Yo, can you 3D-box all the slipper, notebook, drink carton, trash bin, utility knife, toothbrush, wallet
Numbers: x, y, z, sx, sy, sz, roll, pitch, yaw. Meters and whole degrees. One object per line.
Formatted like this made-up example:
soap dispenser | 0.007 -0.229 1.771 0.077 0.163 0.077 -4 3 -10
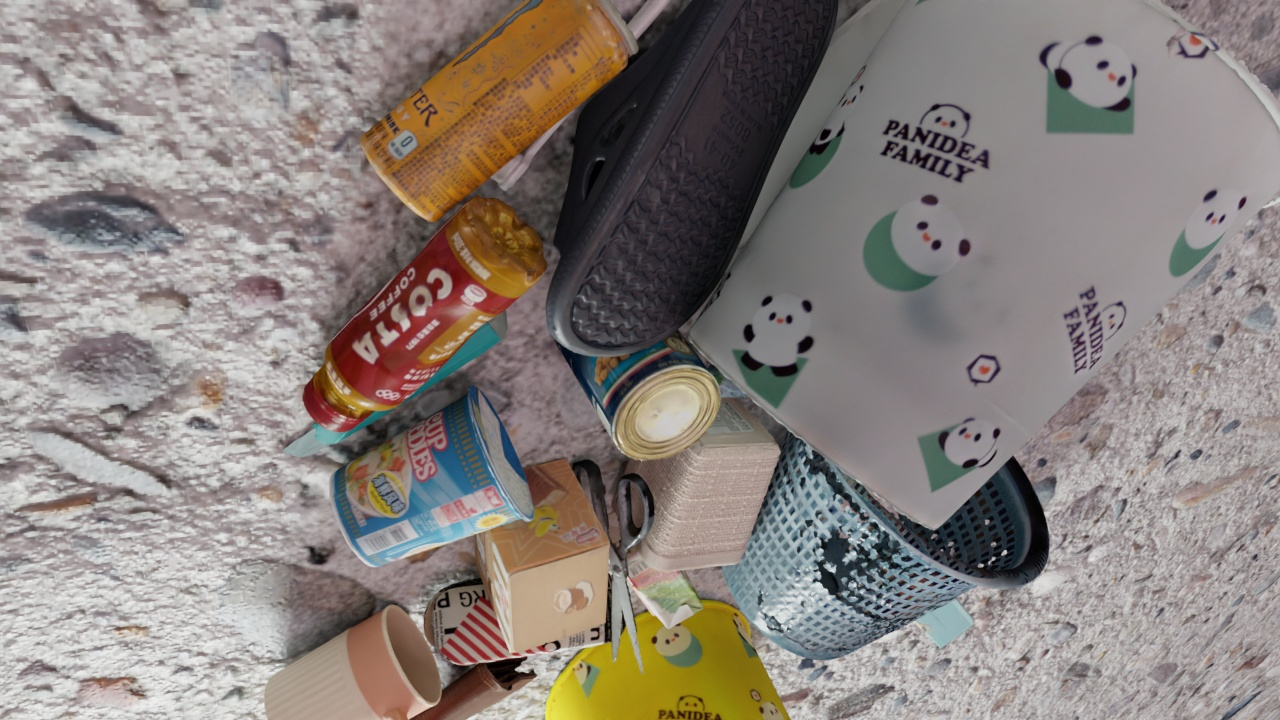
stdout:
slipper | 0.020 -0.126 0.540 0.110 0.083 0.268 29 91 -47
notebook | 0.128 -0.139 0.624 0.209 0.012 0.150 -39 136 6
drink carton | 0.009 0.178 0.788 0.045 0.053 0.122 -30 134 -2
trash bin | 0.059 0.398 0.854 0.229 0.255 0.230 -15 132 -18
trash bin | 0.175 0.135 0.751 0.226 0.226 0.196 8 133 -34
utility knife | -0.157 0.016 0.594 0.174 0.013 0.029 -32 132 3
trash bin | 0.175 -0.058 0.521 0.229 0.229 0.252 31 100 -42
toothbrush | -0.024 -0.167 0.517 0.180 0.016 0.016 -46 127 12
wallet | -0.149 0.286 0.771 0.101 0.032 0.124 -33 164 0

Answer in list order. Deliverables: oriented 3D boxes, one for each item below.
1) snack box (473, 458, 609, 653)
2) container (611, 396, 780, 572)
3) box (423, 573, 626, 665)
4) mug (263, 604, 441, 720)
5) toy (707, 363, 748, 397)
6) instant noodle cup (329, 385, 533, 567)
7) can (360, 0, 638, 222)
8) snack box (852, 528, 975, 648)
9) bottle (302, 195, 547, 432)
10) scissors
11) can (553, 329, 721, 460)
snack box | -0.076 0.144 0.685 0.077 0.094 0.093 -12 130 -21
container | 0.044 0.090 0.714 0.089 0.090 0.111 2 122 -30
box | -0.097 0.207 0.758 0.163 0.076 0.086 -4 161 -23
mug | -0.213 0.259 0.691 0.106 0.114 0.082 -29 134 -1
toy | 0.202 -0.060 0.673 0.356 0.091 0.138 -34 133 -4
instant noodle cup | -0.140 0.084 0.608 0.110 0.099 0.099 -25 134 0
can | -0.074 -0.138 0.482 0.146 0.058 0.058 -38 134 4
snack box | 0.294 0.241 0.980 0.051 0.074 0.175 -40 134 5
bottle | -0.131 -0.020 0.530 0.175 0.057 0.057 -38 136 26
scissors | -0.015 0.156 0.702 0.014 0.165 0.163 -17 158 -42
can | -0.004 0.003 0.599 0.075 0.111 0.075 -15 131 -18
